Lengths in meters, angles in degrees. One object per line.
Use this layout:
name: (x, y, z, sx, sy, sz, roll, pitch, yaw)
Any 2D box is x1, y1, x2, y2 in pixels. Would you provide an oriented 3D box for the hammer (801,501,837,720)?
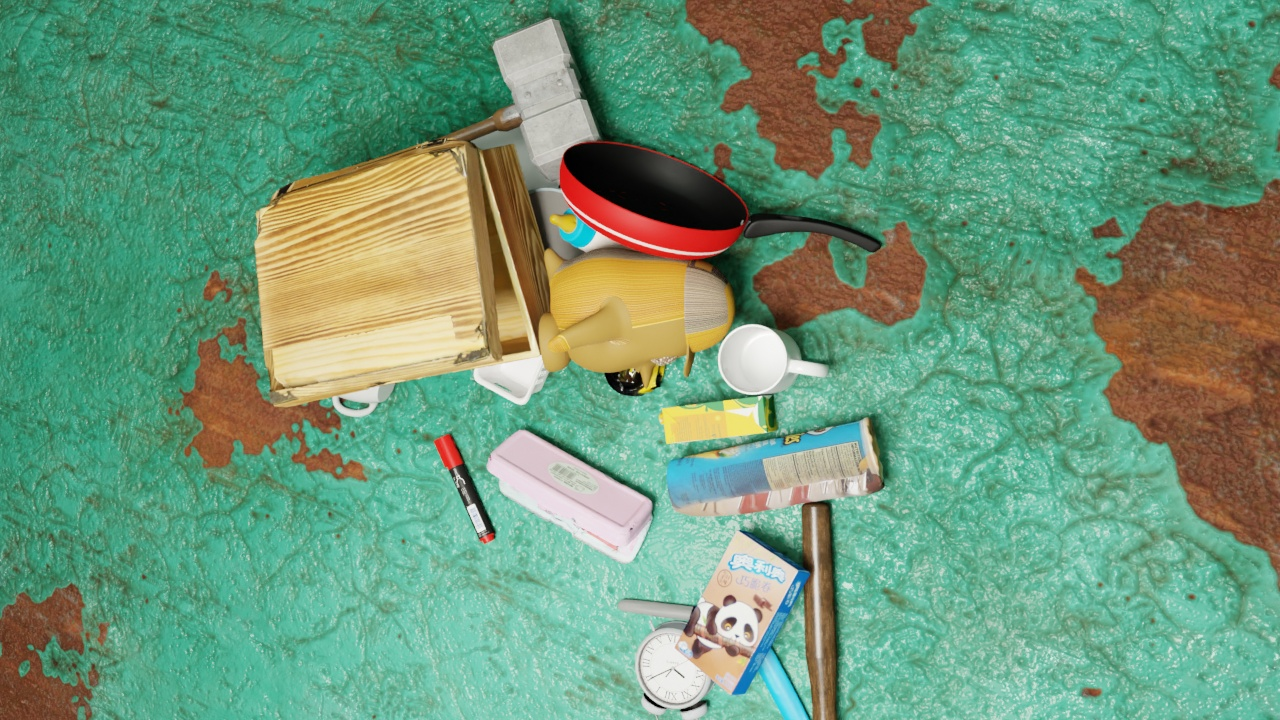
hammer: (0.159, 0.307, 1.003, 0.218, 0.037, 0.300, -3, 85, 11)

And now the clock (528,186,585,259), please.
clock: (-0.123, -0.146, 1.100, 0.159, 0.045, 0.122, 4, 91, 3)

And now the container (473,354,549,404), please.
container: (-0.140, -0.018, 1.121, 0.081, 0.049, 0.129, 27, 98, 18)

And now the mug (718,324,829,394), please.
mug: (0.149, 0.003, 0.995, 0.111, 0.090, 0.074, 10, 92, 20)

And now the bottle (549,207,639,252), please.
bottle: (-0.048, -0.145, 1.038, 0.051, 0.146, 0.051, -7, 79, 41)

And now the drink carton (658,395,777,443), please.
drink carton: (0.087, 0.067, 1.033, 0.123, 0.058, 0.041, -8, 86, 19)

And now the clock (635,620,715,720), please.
clock: (0.040, 0.363, 1.057, 0.095, 0.035, 0.122, 2, 89, 20)

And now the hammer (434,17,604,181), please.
hammer: (-0.215, -0.268, 1.101, 0.318, 0.083, 0.162, -20, 82, 6)

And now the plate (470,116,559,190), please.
plate: (-0.158, -0.244, 1.140, 0.134, 0.011, 0.134, -1, 82, 7)

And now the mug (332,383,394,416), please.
mug: (-0.372, 0.033, 1.202, 0.089, 0.071, 0.107, 21, 124, 10)

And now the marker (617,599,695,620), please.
marker: (0.039, 0.290, 1.071, 0.139, 0.016, 0.022, 2, 59, 21)

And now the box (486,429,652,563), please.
box: (-0.086, 0.170, 1.099, 0.202, 0.087, 0.096, 26, 131, 18)

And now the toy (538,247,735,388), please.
toy: (0.003, -0.049, 0.998, 0.203, 0.198, 0.163, -3, 110, 13)

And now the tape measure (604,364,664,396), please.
tape measure: (-0.006, 0.006, 1.077, 0.071, 0.042, 0.072, 5, 91, 17)

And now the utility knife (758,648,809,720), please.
utility knife: (0.157, 0.371, 1.026, 0.031, 0.015, 0.173, -31, 80, 20)

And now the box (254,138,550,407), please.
box: (-0.266, -0.100, 0.997, 0.280, 0.214, 0.257, -10, 103, 21)

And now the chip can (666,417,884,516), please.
chip can: (0.147, 0.124, 1.004, 0.230, 0.079, 0.080, -14, 84, 20)

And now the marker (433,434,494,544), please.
marker: (-0.222, 0.163, 1.161, 0.021, 0.023, 0.145, -40, 73, 53)

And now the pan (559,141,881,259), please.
pan: (0.083, -0.156, 0.997, 0.356, 0.208, 0.067, 17, 120, -5)

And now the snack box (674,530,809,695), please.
snack box: (0.108, 0.271, 0.989, 0.087, 0.034, 0.151, 30, 93, 39)
